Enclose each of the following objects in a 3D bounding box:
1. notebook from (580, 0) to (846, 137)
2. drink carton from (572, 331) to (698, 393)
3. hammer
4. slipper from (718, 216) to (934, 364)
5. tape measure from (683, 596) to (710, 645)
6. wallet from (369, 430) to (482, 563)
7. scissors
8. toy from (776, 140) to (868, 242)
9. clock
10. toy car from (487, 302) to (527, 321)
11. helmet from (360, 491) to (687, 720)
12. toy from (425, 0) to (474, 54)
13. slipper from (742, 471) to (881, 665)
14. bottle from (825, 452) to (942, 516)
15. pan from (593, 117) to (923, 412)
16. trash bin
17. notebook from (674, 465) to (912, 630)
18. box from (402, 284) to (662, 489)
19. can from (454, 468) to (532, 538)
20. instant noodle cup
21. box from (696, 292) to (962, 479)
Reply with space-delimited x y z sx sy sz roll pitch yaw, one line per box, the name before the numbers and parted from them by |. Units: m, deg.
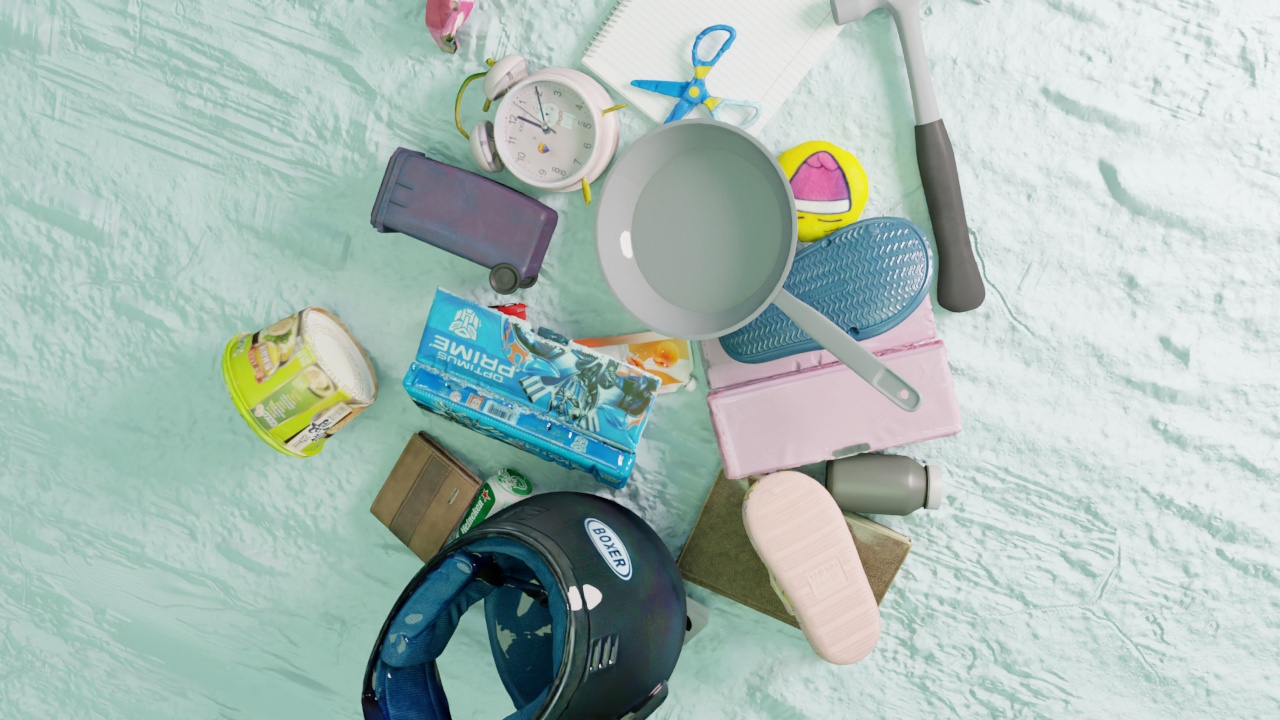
notebook | 0.084 -0.320 0.830 0.178 0.013 0.246 38 109 -4
drink carton | -0.006 0.006 0.935 0.122 0.038 0.069 -8 104 6
hammer | 0.267 -0.193 0.824 0.125 0.029 0.311 -15 105 10
slipper | 0.169 -0.055 0.849 0.214 0.059 0.103 -24 73 26
tape measure | 0.037 0.281 1.005 0.065 0.016 0.064 32 130 -4
wallet | -0.237 0.151 1.007 0.099 0.026 0.121 38 107 17
scissors | 0.057 -0.245 0.847 0.127 0.015 0.126 40 113 -3
toy | 0.162 -0.156 0.849 0.095 0.041 0.094 8 104 11
clock | -0.099 -0.223 0.867 0.158 0.058 0.117 21 109 4
toy car | -0.161 -0.036 0.951 0.089 0.025 0.038 -5 105 12
helmet | -0.095 0.277 0.920 0.317 0.235 0.249 -47 63 18
toy | -0.175 -0.342 0.851 0.050 0.065 0.102 -12 103 -20
slipper | 0.164 0.200 0.900 0.093 0.082 0.197 -28 89 -15
bottle | 0.239 0.122 0.908 0.108 0.060 0.060 3 107 10
pan | 0.107 -0.072 0.824 0.356 0.050 0.201 39 111 17
trash bin | -0.171 -0.135 0.889 0.161 0.093 0.092 22 100 1
notebook | 0.147 0.221 0.968 0.215 0.034 0.190 24 110 3
box | -0.115 0.045 0.915 0.243 0.071 0.171 22 136 3
can | -0.160 0.169 0.998 0.053 0.053 0.101 33 110 -1
instant noodle cup | -0.343 0.018 0.944 0.098 0.146 0.146 -30 99 6
box | 0.174 0.010 0.884 0.233 0.039 0.179 -15 92 13
